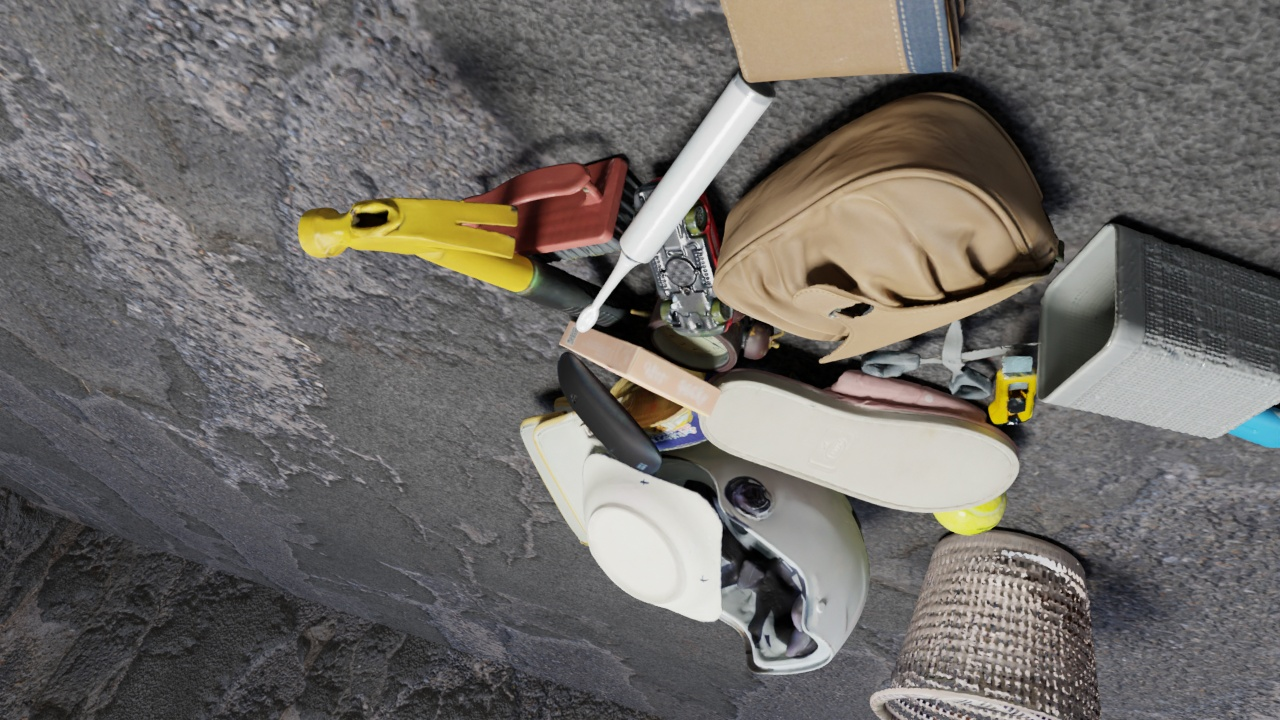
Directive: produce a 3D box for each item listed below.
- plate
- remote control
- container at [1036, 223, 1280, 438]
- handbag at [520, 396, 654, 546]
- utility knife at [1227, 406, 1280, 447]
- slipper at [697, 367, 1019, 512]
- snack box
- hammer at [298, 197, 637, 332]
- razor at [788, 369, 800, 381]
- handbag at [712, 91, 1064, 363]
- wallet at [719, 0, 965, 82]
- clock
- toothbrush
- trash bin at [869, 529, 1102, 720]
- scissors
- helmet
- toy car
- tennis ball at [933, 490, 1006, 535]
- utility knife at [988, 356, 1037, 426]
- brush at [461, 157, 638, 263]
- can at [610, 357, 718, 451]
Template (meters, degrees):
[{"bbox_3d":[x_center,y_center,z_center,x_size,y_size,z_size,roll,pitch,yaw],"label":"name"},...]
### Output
[{"bbox_3d":[0.002,0.177,0.874,0.164,0.034,0.164,18,128,32],"label":"plate"},{"bbox_3d":[-0.034,0.050,0.821,0.136,0.024,0.053,47,147,12],"label":"remote control"},{"bbox_3d":[0.318,-0.013,0.556,0.114,0.090,0.090,15,152,1],"label":"container"},{"bbox_3d":[-0.041,0.118,0.930,0.179,0.063,0.163,-11,110,59],"label":"handbag"},{"bbox_3d":[0.387,0.026,0.651,0.162,0.018,0.034,20,148,3],"label":"utility knife"},{"bbox_3d":[0.182,0.060,0.774,0.274,0.054,0.114,13,127,-2],"label":"slipper"},{"bbox_3d":[-0.005,0.005,0.774,0.084,0.026,0.157,28,178,-26],"label":"snack box"},{"bbox_3d":[-0.084,-0.060,0.648,0.129,0.033,0.300,0,172,28],"label":"hammer"},{"bbox_3d":[0.093,0.033,0.841,0.133,0.028,0.043,-4,147,39],"label":"razor"},{"bbox_3d":[0.141,-0.064,0.562,0.147,0.099,0.205,26,153,-21],"label":"handbag"},{"bbox_3d":[0.099,-0.181,0.460,0.115,0.033,0.090,4,145,29],"label":"wallet"},{"bbox_3d":[0.057,-0.032,0.715,0.122,0.055,0.082,-1,145,38],"label":"clock"},{"bbox_3d":[0.012,-0.091,0.592,0.026,0.026,0.222,32,128,-9],"label":"toothbrush"},{"bbox_3d":[0.364,0.288,0.932,0.227,0.191,0.228,15,151,9],"label":"trash bin"},{"bbox_3d":[0.224,-0.001,0.667,0.160,0.014,0.178,3,162,41],"label":"scissors"},{"bbox_3d":[0.126,0.171,0.914,0.258,0.145,0.230,47,152,23],"label":"helmet"},{"bbox_3d":[0.034,-0.073,0.639,0.053,0.045,0.121,2,121,31],"label":"toy car"},{"bbox_3d":[0.295,0.124,0.827,0.065,0.065,0.066,15,151,8],"label":"tennis ball"},{"bbox_3d":[0.270,0.024,0.665,0.033,0.015,0.192,-11,161,18],"label":"utility knife"},{"bbox_3d":[-0.074,-0.107,0.662,0.146,0.063,0.069,-5,156,40],"label":"brush"},{"bbox_3d":[0.026,0.040,0.842,0.049,0.074,0.148,32,151,-28],"label":"can"}]
